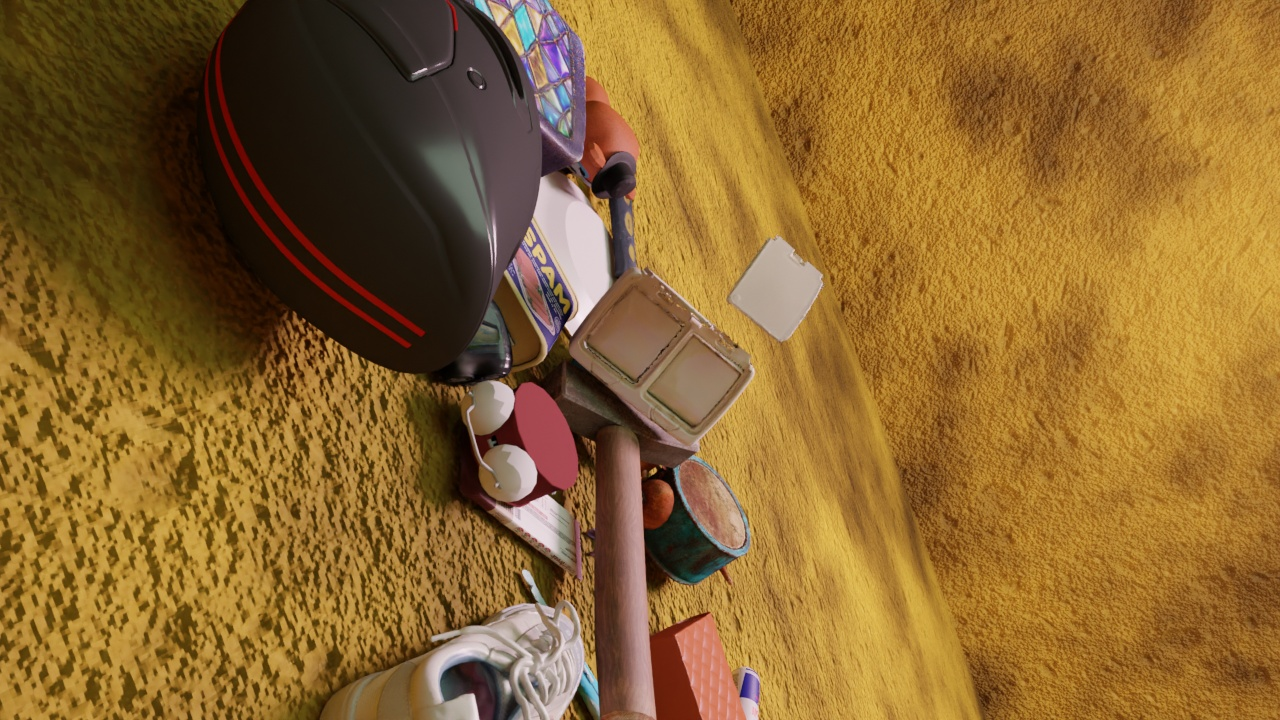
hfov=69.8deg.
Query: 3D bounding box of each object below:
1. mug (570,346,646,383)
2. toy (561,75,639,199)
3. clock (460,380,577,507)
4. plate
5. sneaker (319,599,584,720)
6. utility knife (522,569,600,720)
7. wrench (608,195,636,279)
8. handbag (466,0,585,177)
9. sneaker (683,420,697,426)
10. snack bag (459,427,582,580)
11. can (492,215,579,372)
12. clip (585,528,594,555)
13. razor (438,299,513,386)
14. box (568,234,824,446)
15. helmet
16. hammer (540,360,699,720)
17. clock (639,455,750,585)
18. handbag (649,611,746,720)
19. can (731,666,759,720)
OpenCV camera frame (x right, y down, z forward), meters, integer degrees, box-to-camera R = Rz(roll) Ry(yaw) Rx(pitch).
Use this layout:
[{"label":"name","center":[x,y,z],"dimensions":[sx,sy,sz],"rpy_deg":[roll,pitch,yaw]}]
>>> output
[{"label":"mug","center":[-0.005,0.005,0.877],"dimensions":[0.084,0.104,0.112],"rpy_deg":[65,19,-14]},{"label":"toy","center":[-0.053,-0.243,0.995],"dimensions":[0.176,0.096,0.112],"rpy_deg":[48,5,34]},{"label":"clock","center":[-0.089,0.060,0.661],"dimensions":[0.124,0.044,0.087],"rpy_deg":[21,48,-66]},{"label":"plate","center":[-0.052,-0.098,0.970],"dimensions":[0.230,0.021,0.229],"rpy_deg":[52,27,-41]},{"label":"sneaker","center":[-0.075,0.194,0.547],"dimensions":[0.242,0.091,0.089],"rpy_deg":[12,59,-67]},{"label":"utility knife","center":[-0.055,0.220,0.686],"dimensions":[0.151,0.015,0.022],"rpy_deg":[63,22,-14]},{"label":"wrench","center":[-0.018,-0.123,1.011],"dimensions":[0.073,0.022,0.272],"rpy_deg":[35,40,-46]},{"label":"handbag","center":[-0.144,-0.264,0.734],"dimensions":[0.204,0.126,0.221],"rpy_deg":[35,43,-57]},{"label":"sneaker","center":[0.048,0.050,1.038],"dimensions":[0.235,0.084,0.079],"rpy_deg":[-38,143,-77]},{"label":"snack bag","center":[-0.088,0.112,0.696],"dimensions":[0.158,0.013,0.057],"rpy_deg":[48,26,-43]},{"label":"can","center":[-0.105,-0.059,0.749],"dimensions":[0.116,0.057,0.092],"rpy_deg":[62,23,-21]},{"label":"clip","center":[-0.032,0.159,0.801],"dimensions":[0.052,0.013,0.035],"rpy_deg":[30,46,-64]},{"label":"razor","center":[-0.147,-0.044,0.650],"dimensions":[0.151,0.054,0.067],"rpy_deg":[55,41,-21]},{"label":"box","center":[0.049,-0.029,0.741],"dimensions":[0.143,0.193,0.106],"rpy_deg":[37,10,-10]},{"label":"helmet","center":[-0.155,-0.117,0.517],"dimensions":[0.169,0.165,0.264],"rpy_deg":[-7,68,-54]},{"label":"hammer","center":[-0.011,0.148,0.731],"dimensions":[0.158,0.037,0.300],"rpy_deg":[29,38,-29]},{"label":"clock","center":[0.032,0.146,0.894],"dimensions":[0.157,0.073,0.121],"rpy_deg":[44,24,-20]},{"label":"handbag","center":[0.055,0.319,0.806],"dimensions":[0.108,0.060,0.171],"rpy_deg":[3,66,-62]},{"label":"can","center":[0.104,0.359,0.937],"dimensions":[0.032,0.032,0.095],"rpy_deg":[61,22,-25]}]
